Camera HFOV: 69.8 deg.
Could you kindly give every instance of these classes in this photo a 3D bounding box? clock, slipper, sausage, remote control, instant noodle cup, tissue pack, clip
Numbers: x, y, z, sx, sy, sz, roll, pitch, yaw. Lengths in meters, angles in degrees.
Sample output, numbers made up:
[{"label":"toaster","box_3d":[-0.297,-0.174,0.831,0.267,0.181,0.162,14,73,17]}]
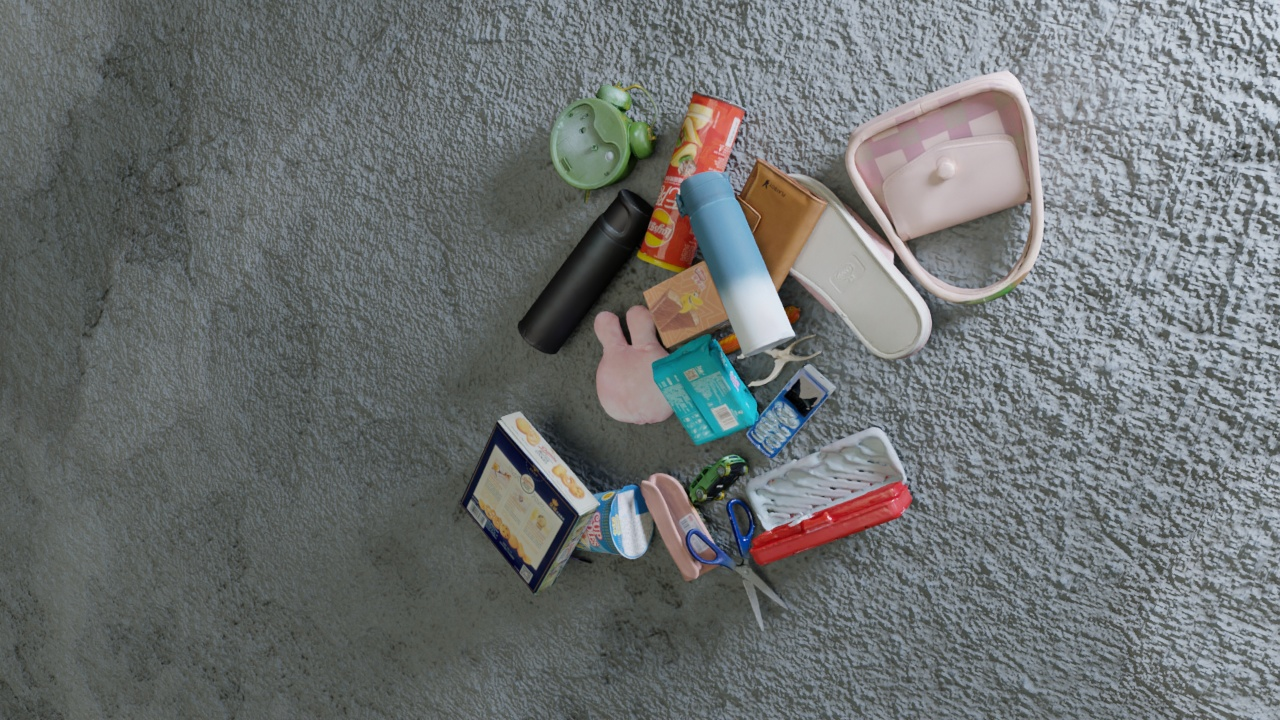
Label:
[{"label":"clock","box_3d":[-0.044,-0.291,1.198,0.162,0.056,0.116,-36,81,27]},{"label":"slipper","box_3d":[0.236,-0.114,1.071,0.274,0.054,0.114,51,126,23]},{"label":"sausage","box_3d":[0.132,-0.030,1.161,0.165,0.021,0.021,-26,84,28]},{"label":"remote control","box_3d":[0.186,0.064,1.144,0.049,0.024,0.125,44,115,15]},{"label":"instant noodle cup","box_3d":[-0.053,0.223,1.259,0.110,0.099,0.099,-10,92,36]},{"label":"tissue pack","box_3d":[0.081,0.038,1.158,0.093,0.050,0.133,-24,110,27]},{"label":"clip","box_3d":[0.174,0.010,1.140,0.104,0.034,0.086,-1,93,20]}]

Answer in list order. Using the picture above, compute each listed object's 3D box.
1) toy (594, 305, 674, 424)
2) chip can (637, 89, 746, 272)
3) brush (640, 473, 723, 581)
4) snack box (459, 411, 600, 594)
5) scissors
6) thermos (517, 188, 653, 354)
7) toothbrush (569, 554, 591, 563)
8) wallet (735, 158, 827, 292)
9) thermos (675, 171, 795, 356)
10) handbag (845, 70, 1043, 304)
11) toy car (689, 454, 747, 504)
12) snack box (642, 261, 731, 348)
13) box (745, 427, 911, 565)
[{"label":"toy","box_3d":[-0.007,0.007,1.219,0.121,0.054,0.159,-7,98,21]},{"label":"chip can","box_3d":[0.063,-0.218,1.137,0.073,0.073,0.217,25,105,22]},{"label":"brush","box_3d":[0.050,0.215,1.210,0.063,0.072,0.145,-34,79,28]},{"label":"snack box","box_3d":[-0.156,0.196,1.254,0.178,0.045,0.183,46,128,22]},{"label":"scissors","box_3d":[0.131,0.257,1.182,0.162,0.012,0.162,21,75,-14]},{"label":"thermos","box_3d":[-0.063,-0.110,1.230,0.090,0.068,0.243,38,114,-6]},{"label":"toothbrush","box_3d":[-0.153,0.271,1.358,0.189,0.014,0.016,11,90,26]},{"label":"wallet","box_3d":[0.146,-0.160,1.089,0.119,0.035,0.131,41,120,26]},{"label":"thermos","box_3d":[0.107,-0.114,1.065,0.070,0.070,0.220,-26,81,28]},{"label":"handbag","box_3d":[0.346,-0.176,1.004,0.194,0.093,0.234,-17,97,29]},{"label":"toy car","box_3d":[0.099,0.153,1.191,0.091,0.043,0.036,-48,52,32]},{"label":"snack box","box_3d":[0.074,-0.072,1.145,0.095,0.092,0.077,-26,84,28]},{"label":"box","box_3d":[0.214,0.165,1.104,0.202,0.095,0.100,-28,86,29]}]
